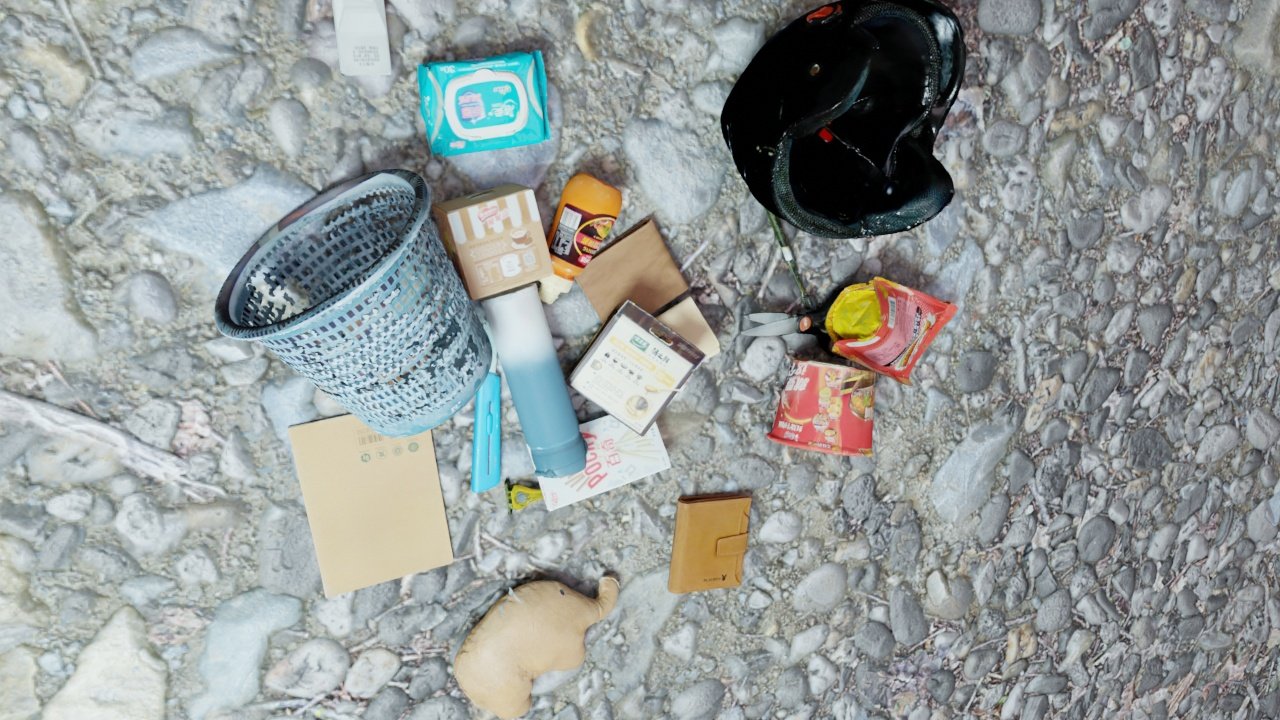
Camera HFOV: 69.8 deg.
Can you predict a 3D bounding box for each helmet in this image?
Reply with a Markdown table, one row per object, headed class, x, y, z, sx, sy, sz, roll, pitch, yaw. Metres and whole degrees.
| class | x | y | z | sx | sy | sz | roll | pitch | yaw |
| --- | --- | --- | --- | --- | --- | --- | --- | --- | --- |
| helmet | 0.221 | -0.273 | 1.008 | 0.274 | 0.230 | 0.233 | -51 | 132 | -2 |

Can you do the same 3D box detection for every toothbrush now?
| class | x | y | z | sx | sy | sz | roll | pitch | yaw |
| --- | --- | --- | --- | --- | --- | --- | --- | --- | --- |
| toothbrush | 0.183 | -0.140 | 1.148 | 0.012 | 0.017 | 0.186 | -33 | 116 | -11 |

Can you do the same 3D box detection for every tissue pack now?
| class | x | y | z | sx | sy | sz | roll | pitch | yaw |
| --- | --- | --- | --- | --- | --- | --- | --- | --- | --- |
| tissue pack | -0.158 | -0.264 | 0.942 | 0.133 | 0.050 | 0.093 | -14 | 109 | -20 |

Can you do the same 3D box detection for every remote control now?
| class | x | y | z | sx | sy | sz | roll | pitch | yaw |
| --- | --- | --- | --- | --- | --- | --- | --- | --- | --- |
| remote control | -0.271 | -0.340 | 0.885 | 0.049 | 0.024 | 0.125 | -9 | 109 | -21 |

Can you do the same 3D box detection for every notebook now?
| class | x | y | z | sx | sy | sz | roll | pitch | yaw |
| --- | --- | --- | --- | --- | --- | --- | --- | --- | --- |
| notebook | -0.297 | 0.154 | 1.025 | 0.147 | 0.008 | 0.208 | -13 | 109 | -20 |

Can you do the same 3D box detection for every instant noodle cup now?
| class | x | y | z | sx | sy | sz | roll | pitch | yaw |
| --- | --- | --- | --- | --- | --- | --- | --- | --- | --- |
| instant noodle cup | 0.235 | 0.057 | 1.170 | 0.137 | 0.138 | 0.108 | 7 | 93 | -26 |

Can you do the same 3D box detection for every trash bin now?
| class | x | y | z | sx | sy | sz | roll | pitch | yaw |
| --- | --- | --- | --- | --- | --- | --- | --- | --- | --- |
| trash bin | -0.254 | -0.039 | 0.890 | 0.226 | 0.226 | 0.195 | -38 | 129 | -10 |

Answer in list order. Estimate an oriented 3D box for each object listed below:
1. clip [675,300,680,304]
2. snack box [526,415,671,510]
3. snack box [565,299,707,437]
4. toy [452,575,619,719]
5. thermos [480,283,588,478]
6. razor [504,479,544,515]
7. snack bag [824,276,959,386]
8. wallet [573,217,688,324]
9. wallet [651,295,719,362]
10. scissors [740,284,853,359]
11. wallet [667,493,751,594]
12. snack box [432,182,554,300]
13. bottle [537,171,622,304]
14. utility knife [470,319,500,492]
| class | x | y | z | sx | sy | sz | roll | pitch | yaw |
| --- | --- | --- | --- | --- | --- | --- | --- | --- | --- |
| clip | 0.053 | -0.045 | 1.115 | 0.026 | 0.024 | 0.056 | -44 | 113 | -10 |
| snack box | -0.049 | 0.114 | 1.095 | 0.156 | 0.027 | 0.084 | -18 | 84 | -19 |
| snack box | -0.006 | 0.006 | 1.059 | 0.113 | 0.053 | 0.126 | 35 | 100 | -10 |
| toy | -0.122 | 0.331 | 1.119 | 0.225 | 0.082 | 0.143 | -39 | 121 | -13 |
| thermos | -0.114 | 0.026 | 1.020 | 0.070 | 0.070 | 0.220 | -21 | 103 | -18 |
| razor | -0.099 | 0.151 | 1.104 | 0.132 | 0.028 | 0.043 | -11 | 106 | -23 |
| snack bag | 0.333 | -0.039 | 1.201 | 0.207 | 0.073 | 0.129 | 13 | 108 | -45 |
| wallet | -0.011 | -0.095 | 1.075 | 0.115 | 0.020 | 0.101 | -34 | 116 | -8 |
| wallet | 0.032 | -0.012 | 1.099 | 0.115 | 0.024 | 0.087 | -33 | 115 | 2 |
| scissors | 0.217 | -0.033 | 1.169 | 0.233 | 0.022 | 0.161 | -29 | 121 | -25 |
| wallet | 0.091 | 0.241 | 1.212 | 0.107 | 0.031 | 0.132 | 0 | 106 | -22 |
| snack box | -0.156 | -0.128 | 0.967 | 0.092 | 0.077 | 0.094 | -20 | 113 | -18 |
| bottle | -0.075 | -0.131 | 1.015 | 0.066 | 0.067 | 0.149 | 21 | 103 | -27 |
| utility knife | -0.175 | 0.053 | 1.046 | 0.034 | 0.018 | 0.203 | -2 | 104 | -23 |
